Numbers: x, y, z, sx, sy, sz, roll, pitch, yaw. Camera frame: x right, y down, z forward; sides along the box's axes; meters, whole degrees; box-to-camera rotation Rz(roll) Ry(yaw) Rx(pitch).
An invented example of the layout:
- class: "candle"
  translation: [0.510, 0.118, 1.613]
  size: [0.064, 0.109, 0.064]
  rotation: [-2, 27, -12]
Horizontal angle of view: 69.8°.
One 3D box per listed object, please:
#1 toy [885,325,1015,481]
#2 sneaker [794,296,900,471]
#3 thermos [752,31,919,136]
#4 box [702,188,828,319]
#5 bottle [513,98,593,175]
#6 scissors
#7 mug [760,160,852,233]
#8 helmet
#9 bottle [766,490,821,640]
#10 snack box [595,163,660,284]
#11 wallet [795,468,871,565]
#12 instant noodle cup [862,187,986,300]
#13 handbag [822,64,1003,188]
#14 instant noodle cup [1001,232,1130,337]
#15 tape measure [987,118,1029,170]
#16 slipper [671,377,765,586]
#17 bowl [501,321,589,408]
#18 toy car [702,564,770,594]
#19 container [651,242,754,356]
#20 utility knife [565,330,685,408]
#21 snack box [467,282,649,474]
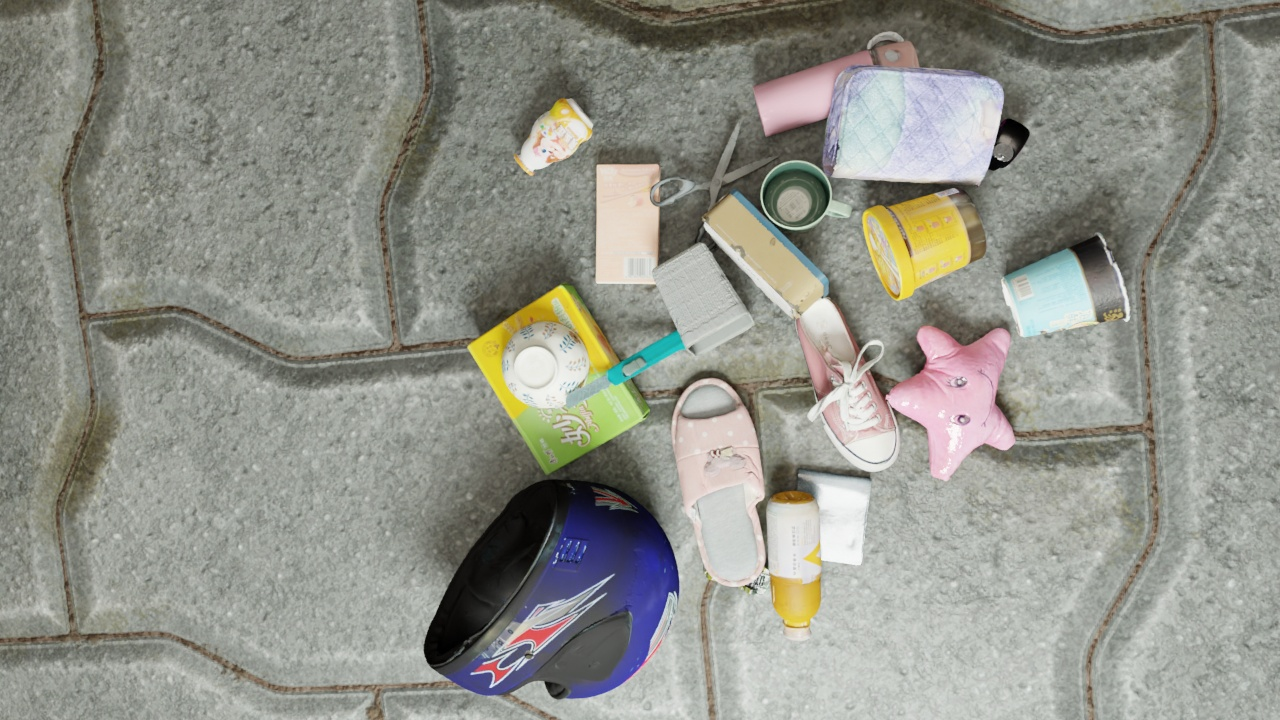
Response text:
- class: "toy"
  translation: [0.385, 0.053, 1.141]
  size: [0.178, 0.075, 0.194]
  rotation: [-2, 93, -12]
- class: "sneaker"
  translation: [0.260, 0.032, 1.159]
  size: [0.118, 0.087, 0.241]
  rotation: [-22, 90, 10]
- class: "thermos"
  translation: [0.241, -0.349, 1.144]
  size: [0.199, 0.067, 0.087]
  rotation: [-17, 67, 11]
- class: "box"
  translation: [0.159, -0.125, 1.138]
  size: [0.060, 0.090, 0.184]
  rotation: [-45, 77, 1]
- class: "bottle"
  translation: [-0.116, -0.291, 1.206]
  size: [0.108, 0.063, 0.063]
  rotation: [-40, 88, 11]
- class: "scissors"
  translation: [0.097, -0.224, 1.190]
  size: [0.181, 0.014, 0.159]
  rotation: [-12, 106, -2]
- class: "mug"
  translation: [0.206, -0.197, 1.138]
  size: [0.112, 0.106, 0.082]
  rotation: [16, 96, 8]
- class: "helmet"
  translation: [-0.091, 0.310, 1.167]
  size: [0.240, 0.247, 0.316]
  rotation: [36, 103, -22]
- class: "bottle"
  translation: [0.200, 0.267, 1.188]
  size: [0.068, 0.068, 0.189]
  rotation: [-2, 98, 9]
- class: "snack box"
  translation: [-0.016, -0.180, 1.217]
  size: [0.084, 0.026, 0.157]
  rotation: [2, 95, 9]
- class: "wallet"
  translation: [0.250, 0.207, 1.213]
  size: [0.097, 0.019, 0.121]
  rotation: [6, 97, 11]
- class: "instant noodle cup"
  translation: [0.347, -0.148, 1.119]
  size: [0.114, 0.118, 0.118]
  rotation: [-21, 91, 3]
- class: "handbag"
  translation: [0.323, -0.280, 1.097]
  size: [0.194, 0.075, 0.134]
  rotation: [4, 112, -3]
- class: "instant noodle cup"
  translation: [0.507, -0.082, 1.107]
  size: [0.121, 0.111, 0.111]
  rotation: [-19, 91, 18]
- class: "tape measure"
  translation: [0.442, -0.265, 1.119]
  size: [0.039, 0.057, 0.058]
  rotation: [33, 91, 3]
- class: "slipper"
  translation: [0.104, 0.158, 1.199]
  size: [0.114, 0.054, 0.274]
  rotation: [-9, 84, 10]
- class: "bowl"
  translation: [-0.126, 0.008, 1.163]
  size: [0.113, 0.062, 0.113]
  rotation: [1, 96, 9]
- class: "toy car"
  translation: [0.129, 0.281, 1.228]
  size: [0.091, 0.036, 0.043]
  rotation: [18, 97, 10]
- class: "container"
  translation: [0.077, -0.079, 1.173]
  size: [0.090, 0.090, 0.114]
  rotation: [-29, 77, 7]
- class: "utility knife"
  translation: [-0.007, 0.007, 1.184]
  size: [0.216, 0.013, 0.029]
  rotation: [-30, 83, -22]
- class: "snack box"
  translation: [-0.108, 0.024, 1.228]
  size: [0.158, 0.070, 0.210]
  rotation: [-32, 89, 10]
